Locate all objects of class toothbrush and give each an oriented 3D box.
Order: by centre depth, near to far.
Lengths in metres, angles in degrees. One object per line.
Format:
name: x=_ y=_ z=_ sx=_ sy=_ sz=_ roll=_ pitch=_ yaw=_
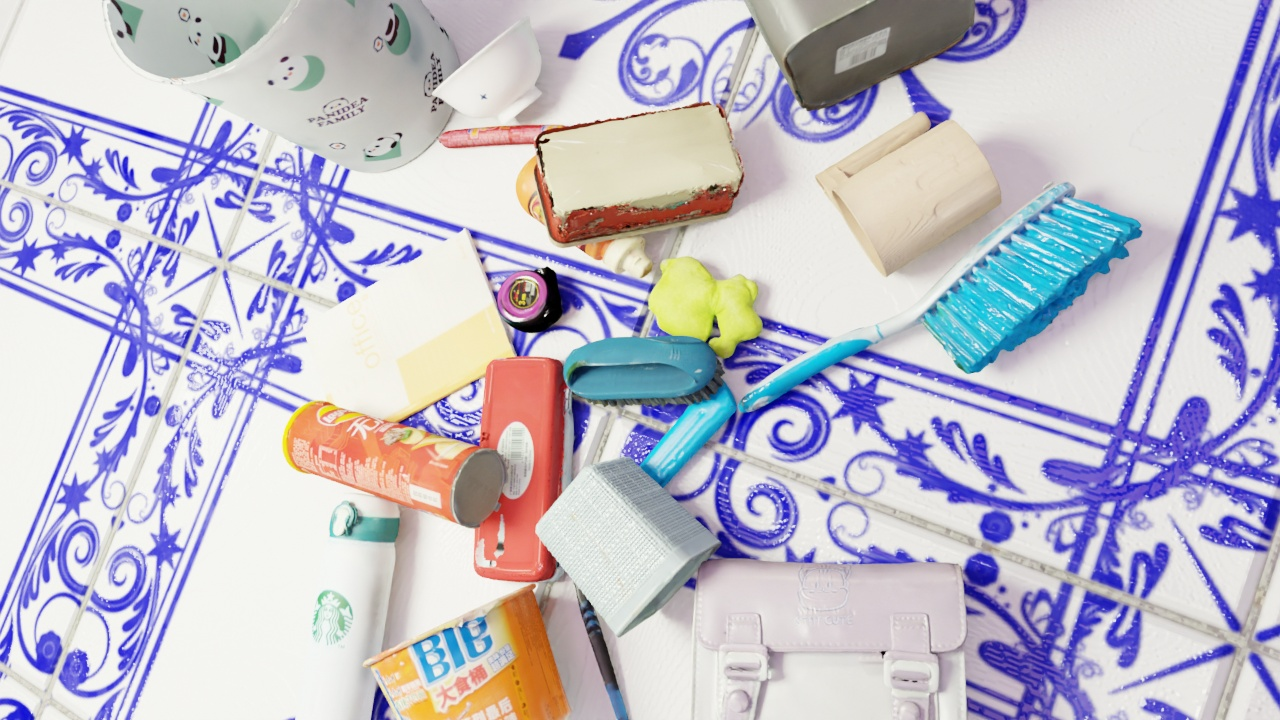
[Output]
toothbrush: x=-0.039 y=0.226 z=0.770 sx=0.014 sy=0.016 sz=0.189 roll=-17 pitch=81 yaw=-14

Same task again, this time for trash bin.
trash bin: x=0.152 y=-0.347 z=0.740 sx=0.199 sy=0.199 sz=0.219 roll=-22 pitch=79 yaw=16
trash bin: x=-0.311 y=-0.307 z=0.860 sx=0.230 sy=0.251 sz=0.229 roll=-4 pitch=77 yaw=19

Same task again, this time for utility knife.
utility knife: x=0.016 y=0.092 z=0.788 sx=0.186 sy=0.018 sz=0.034 roll=-49 pitch=61 yaw=7

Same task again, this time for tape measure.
tape measure: x=-0.101 y=-0.054 z=0.848 sx=0.058 sy=0.039 sz=0.057 roll=-16 pitch=74 yaw=11

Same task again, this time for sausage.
sausage: x=-0.134 y=-0.221 z=0.904 sx=0.156 sy=0.020 sz=0.020 roll=2 pitch=80 yaw=20

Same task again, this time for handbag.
handbag: x=0.139 y=0.220 z=0.679 sx=0.197 sy=0.098 sz=0.144 roll=-3 pitch=73 yaw=19

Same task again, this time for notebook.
notebook: x=-0.231 y=-0.020 z=0.903 sx=0.206 sy=0.010 sz=0.145 roll=-27 pitch=73 yaw=13

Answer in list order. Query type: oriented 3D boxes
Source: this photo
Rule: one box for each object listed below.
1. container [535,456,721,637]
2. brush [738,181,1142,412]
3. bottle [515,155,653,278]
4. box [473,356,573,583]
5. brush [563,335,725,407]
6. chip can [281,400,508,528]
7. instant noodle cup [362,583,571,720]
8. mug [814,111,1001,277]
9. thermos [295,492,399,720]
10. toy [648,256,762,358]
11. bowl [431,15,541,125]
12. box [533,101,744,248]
container: x=-0.012 y=0.143 z=0.738 sx=0.111 sy=0.090 sz=0.090 roll=46 pitch=108 yaw=17
brush: x=0.225 y=-0.026 z=0.720 sx=0.315 sy=0.060 sz=0.109 roll=-42 pitch=63 yaw=10
bottle: x=-0.046 y=-0.127 z=0.834 sx=0.149 sy=0.066 sz=0.067 roll=43 pitch=95 yaw=15
box: x=-0.101 y=0.096 z=0.822 sx=0.087 sy=0.047 sz=0.201 roll=-2 pitch=79 yaw=19
brush: x=-0.005 y=0.005 z=0.776 sx=0.144 sy=0.073 sz=0.055 roll=-3 pitch=66 yaw=29
chip can: x=-0.222 y=0.089 z=0.816 sx=0.217 sy=0.073 sz=0.073 roll=11 pitch=83 yaw=32
instant noodle cup: x=-0.132 y=0.263 z=0.744 sx=0.151 sy=0.151 sz=0.111 roll=-28 pitch=80 yaw=13
mug: x=0.211 y=-0.141 z=0.738 sx=0.104 sy=0.084 sz=0.124 roll=-32 pitch=44 yaw=10
thermos: x=-0.265 y=0.233 z=0.832 sx=0.073 sy=0.073 sz=0.224 roll=3 pitch=81 yaw=20
toy: x=0.053 y=-0.047 z=0.794 sx=0.100 sy=0.031 sz=0.096 roll=-9 pitch=78 yaw=18
bowl: x=-0.134 y=-0.267 z=0.881 sx=0.118 sy=0.118 sz=0.065 roll=-35 pitch=109 yaw=10
box: x=-0.002 y=-0.160 z=0.778 sx=0.168 sy=0.077 sz=0.091 roll=-13 pitch=73 yaw=-9
